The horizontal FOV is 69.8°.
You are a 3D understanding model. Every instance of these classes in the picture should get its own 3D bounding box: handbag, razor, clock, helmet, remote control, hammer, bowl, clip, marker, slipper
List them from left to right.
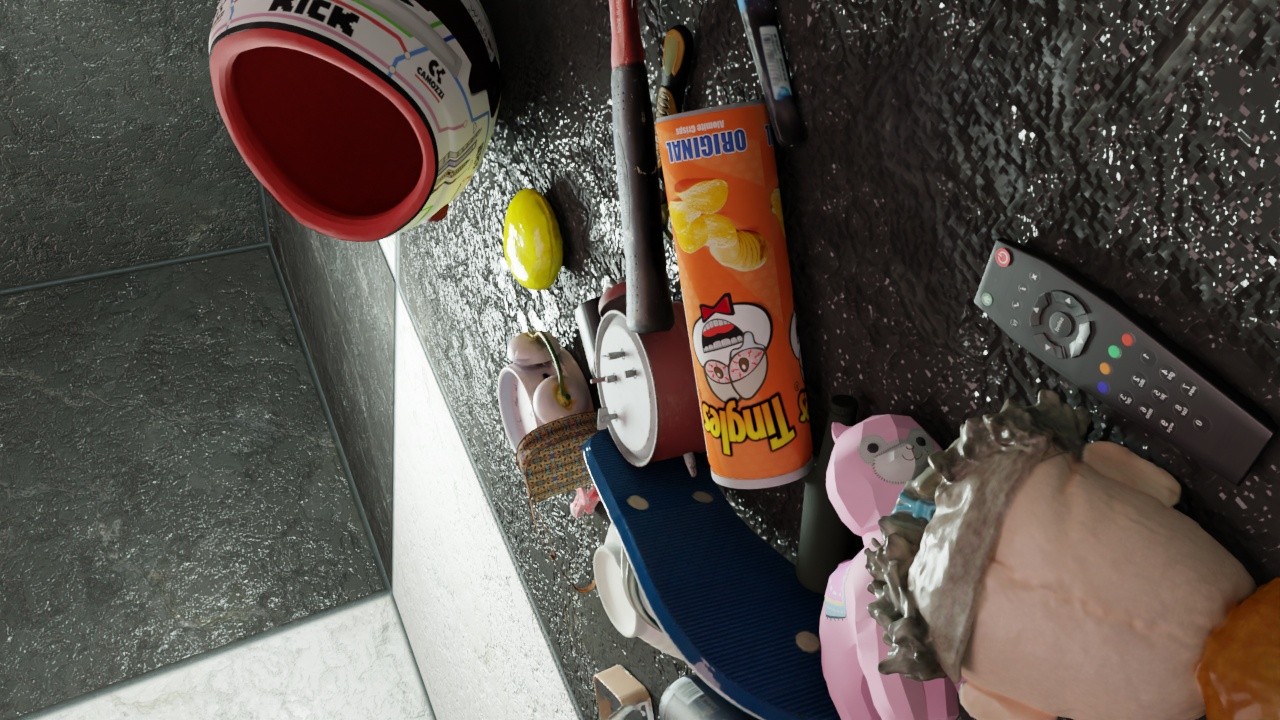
[{"bbox_3d":[-0.239,-0.258,0.812,0.315,0.231,0.235,112,172,-61],"label":"helmet"},{"bbox_3d":[-0.090,0.037,0.875,0.116,0.058,0.158,59,150,29],"label":"clock"},{"bbox_3d":[-0.058,0.135,0.840,0.043,0.093,0.196,-130,29,-52],"label":"handbag"},{"bbox_3d":[-0.058,0.138,0.894,0.022,0.039,0.059,59,155,23],"label":"clip"},{"bbox_3d":[-0.027,0.019,0.768,0.046,0.021,0.140,132,124,-63],"label":"remote control"},{"bbox_3d":[-0.004,0.004,0.655,0.156,0.061,0.110,-122,30,-43],"label":"clock"},{"bbox_3d":[-0.003,-0.179,0.554,0.141,0.036,0.326,-169,73,-66],"label":"hammer"},{"bbox_3d":[0.009,0.174,0.735,0.177,0.070,0.177,41,139,49],"label":"bowl"},{"bbox_3d":[0.015,-0.147,0.595,0.044,0.021,0.144,38,140,27],"label":"razor"},{"bbox_3d":[0.039,0.141,0.604,0.295,0.118,0.060,50,133,50],"label":"slipper"},{"bbox_3d":[0.064,-0.172,0.483,0.015,0.018,0.123,173,81,-70],"label":"marker"},{"bbox_3d":[0.179,-0.003,0.349,0.124,0.010,0.039,50,146,42],"label":"remote control"}]

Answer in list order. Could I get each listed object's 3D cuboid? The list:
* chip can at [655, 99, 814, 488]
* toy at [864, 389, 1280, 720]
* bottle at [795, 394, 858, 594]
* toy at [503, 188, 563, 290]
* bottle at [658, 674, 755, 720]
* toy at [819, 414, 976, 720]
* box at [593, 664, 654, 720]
[{"bbox_3d":[0.056,-0.036,0.525,0.062,0.062,0.210,15,117,62],"label":"chip can"},{"bbox_3d":[0.172,0.087,0.349,0.176,0.076,0.133,26,99,44],"label":"toy"},{"bbox_3d":[0.108,0.075,0.517,0.033,0.033,0.123,41,139,50],"label":"bottle"},{"bbox_3d":[-0.098,-0.110,0.831,0.095,0.041,0.094,43,136,49],"label":"toy"},{"bbox_3d":[0.072,0.296,0.691,0.161,0.056,0.056,22,124,60],"label":"bottle"},{"bbox_3d":[0.126,0.109,0.459,0.123,0.067,0.157,106,156,-67],"label":"toy"},{"bbox_3d":[-0.022,0.436,0.924,0.121,0.094,0.217,-159,58,-64],"label":"box"}]
